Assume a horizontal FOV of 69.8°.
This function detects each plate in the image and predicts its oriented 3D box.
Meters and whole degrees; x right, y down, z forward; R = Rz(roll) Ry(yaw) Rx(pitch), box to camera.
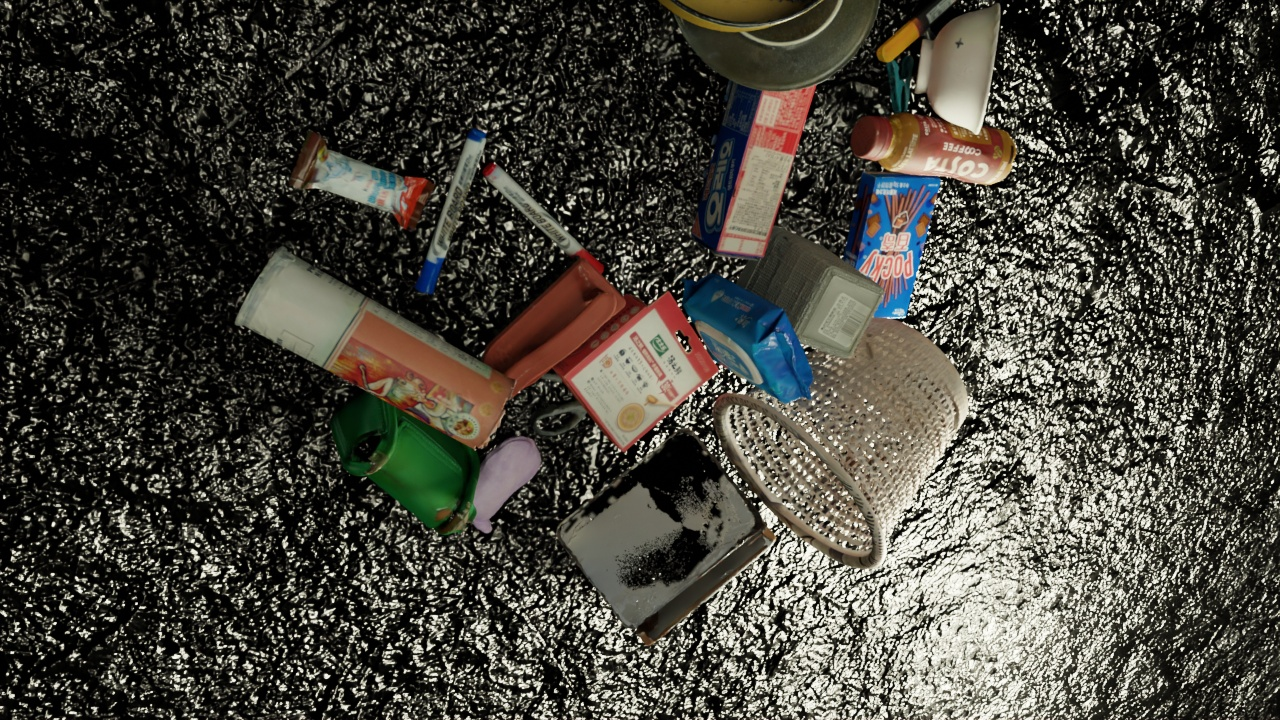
[{"bbox_3d":[0.112,-0.313,0.753,0.179,0.024,0.179,0,94,-3],"label":"plate"}]

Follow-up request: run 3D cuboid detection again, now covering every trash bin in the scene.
[{"bbox_3d":[0.219,0.068,0.946,0.191,0.228,0.227,-40,125,-18],"label":"trash bin"}]

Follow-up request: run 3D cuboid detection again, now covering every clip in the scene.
[{"bbox_3d":[0.253,-0.268,0.895,0.049,0.015,0.057,-21,120,-17],"label":"clip"}]

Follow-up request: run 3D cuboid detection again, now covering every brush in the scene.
[{"bbox_3d":[-0.084,-0.023,0.820,0.146,0.069,0.063,-40,124,8],"label":"brush"}]

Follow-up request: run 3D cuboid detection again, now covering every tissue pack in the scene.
[{"bbox_3d":[0.096,-0.022,0.863,0.052,0.157,0.095,-41,128,-10],"label":"tissue pack"}]

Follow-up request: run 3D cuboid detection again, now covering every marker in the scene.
[{"bbox_3d":[0.273,-0.328,0.875,0.124,0.015,0.018,-42,123,-4],"label":"marker"},{"bbox_3d":[-0.160,-0.125,0.774,0.017,0.017,0.146,14,108,-30],"label":"marker"},{"bbox_3d":[-0.084,-0.122,0.811,0.017,0.017,0.145,-46,125,2],"label":"marker"}]

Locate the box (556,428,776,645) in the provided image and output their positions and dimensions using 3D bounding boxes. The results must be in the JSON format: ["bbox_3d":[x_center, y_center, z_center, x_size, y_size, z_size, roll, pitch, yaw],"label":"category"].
[{"bbox_3d":[0.033,0.186,0.984,0.183,0.193,0.157,-37,82,-4],"label":"box"}]

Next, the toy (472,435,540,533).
[{"bbox_3d":[-0.139,0.119,0.894,0.108,0.039,0.084,-48,139,-2],"label":"toy"}]

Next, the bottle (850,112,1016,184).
[{"bbox_3d":[0.291,-0.212,0.915,0.174,0.057,0.057,1,114,-25],"label":"bottle"}]

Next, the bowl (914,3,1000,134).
[{"bbox_3d":[0.297,-0.277,0.873,0.065,0.118,0.118,7,118,14],"label":"bowl"}]

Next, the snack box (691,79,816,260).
[{"bbox_3d":[0.105,-0.198,0.836,0.058,0.057,0.208,4,113,-29],"label":"snack box"}]

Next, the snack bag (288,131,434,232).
[{"bbox_3d":[-0.221,-0.141,0.732,0.104,0.026,0.048,22,92,-32],"label":"snack bag"}]

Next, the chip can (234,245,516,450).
[{"bbox_3d":[-0.209,-0.007,0.743,0.214,0.071,0.071,31,100,-17],"label":"chip can"}]

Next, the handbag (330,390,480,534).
[{"bbox_3d":[-0.199,0.084,0.800,0.068,0.120,0.131,-38,126,3],"label":"handbag"}]

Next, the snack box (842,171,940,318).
[{"bbox_3d":[0.257,-0.118,0.965,0.084,0.026,0.157,-4,116,-24],"label":"snack box"}]

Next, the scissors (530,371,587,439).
[{"bbox_3d":[-0.035,0.027,0.912,0.159,0.014,0.170,-43,126,0],"label":"scissors"}]

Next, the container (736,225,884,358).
[{"bbox_3d":[0.165,-0.065,0.896,0.090,0.114,0.090,17,106,-30],"label":"container"}]

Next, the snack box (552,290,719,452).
[{"bbox_3d":[-0.005,0.005,0.884,0.127,0.044,0.113,-40,124,-8],"label":"snack box"}]

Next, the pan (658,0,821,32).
[{"bbox_3d":[0.006,-0.383,0.678,0.357,0.078,0.198,22,94,-9],"label":"pan"}]
